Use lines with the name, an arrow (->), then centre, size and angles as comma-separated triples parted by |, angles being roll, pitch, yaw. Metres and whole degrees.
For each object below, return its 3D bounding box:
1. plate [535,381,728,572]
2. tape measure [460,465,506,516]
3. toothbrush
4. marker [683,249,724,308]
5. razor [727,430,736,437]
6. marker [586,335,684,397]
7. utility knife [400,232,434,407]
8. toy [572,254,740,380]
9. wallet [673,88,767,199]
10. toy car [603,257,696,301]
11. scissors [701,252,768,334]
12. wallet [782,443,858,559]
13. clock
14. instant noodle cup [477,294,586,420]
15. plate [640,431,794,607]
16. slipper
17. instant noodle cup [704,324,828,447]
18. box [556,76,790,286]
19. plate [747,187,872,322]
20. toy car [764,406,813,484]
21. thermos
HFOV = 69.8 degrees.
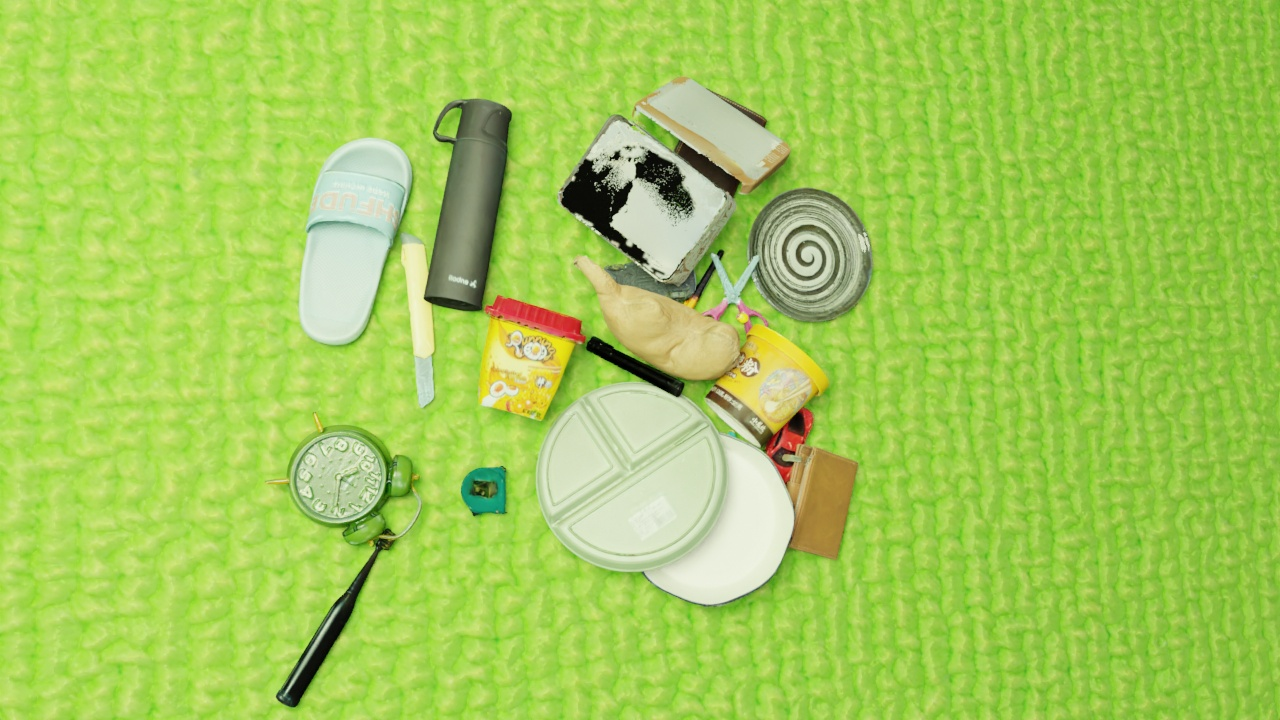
plate -> -0.011, 0.131, 1.080 | 0.230, 0.027, 0.230 | -1, 72, 4
tape measure -> -0.183, 0.153, 1.076 | 0.054, 0.025, 0.058 | 0, 84, -16
toothbrush -> -0.335, 0.284, 1.024 | 0.026, 0.027, 0.212 | 43, 73, -47
marker -> 0.074, -0.091, 1.168 | 0.015, 0.018, 0.123 | 32, 77, -2
razor -> 0.119, 0.154, 1.152 | 0.043, 0.028, 0.132 | -6, 84, 2
marker -> -0.007, 0.006, 1.106 | 0.132, 0.022, 0.020 | 27, 36, 19
utility knife -> -0.259, -0.049, 1.077 | 0.031, 0.021, 0.208 | -5, 79, -14
toy -> 0.011, -0.045, 1.081 | 0.226, 0.144, 0.082 | 26, 66, -7
wallet -> 0.100, -0.281, 1.192 | 0.096, 0.020, 0.122 | 26, 80, -6
toy car -> 0.010, -0.097, 1.143 | 0.120, 0.037, 0.054 | -6, 82, -5
scissors -> 0.111, -0.074, 1.165 | 0.131, 0.017, 0.133 | -29, 108, -4
wallet -> 0.221, 0.178, 1.160 | 0.119, 0.035, 0.130 | 21, 80, -31
clock -> -0.321, 0.139, 1.025 | 0.161, 0.056, 0.116 | 34, 79, -10
instant noodle cup -> -0.135, -0.003, 1.064 | 0.116, 0.116, 0.123 | 16, 92, -13
plate -> 0.080, 0.189, 1.111 | 0.205, 0.045, 0.204 | 0, 82, -1
slipper -> -0.330, -0.139, 1.039 | 0.104, 0.074, 0.245 | 13, 83, -12
instant noodle cup -> 0.150, 0.035, 1.131 | 0.118, 0.118, 0.114 | 42, 85, -8
box -> 0.045, -0.230, 1.102 | 0.179, 0.133, 0.271 | 38, 73, 10
plate -> 0.220, -0.137, 1.208 | 0.179, 0.024, 0.179 | 2, 84, -16
toy car -> 0.187, 0.107, 1.174 | 0.049, 0.031, 0.106 | 22, 82, -11
thermos -> -0.211, -0.185, 1.078 | 0.090, 0.068, 0.242 | 10, 81, -14
